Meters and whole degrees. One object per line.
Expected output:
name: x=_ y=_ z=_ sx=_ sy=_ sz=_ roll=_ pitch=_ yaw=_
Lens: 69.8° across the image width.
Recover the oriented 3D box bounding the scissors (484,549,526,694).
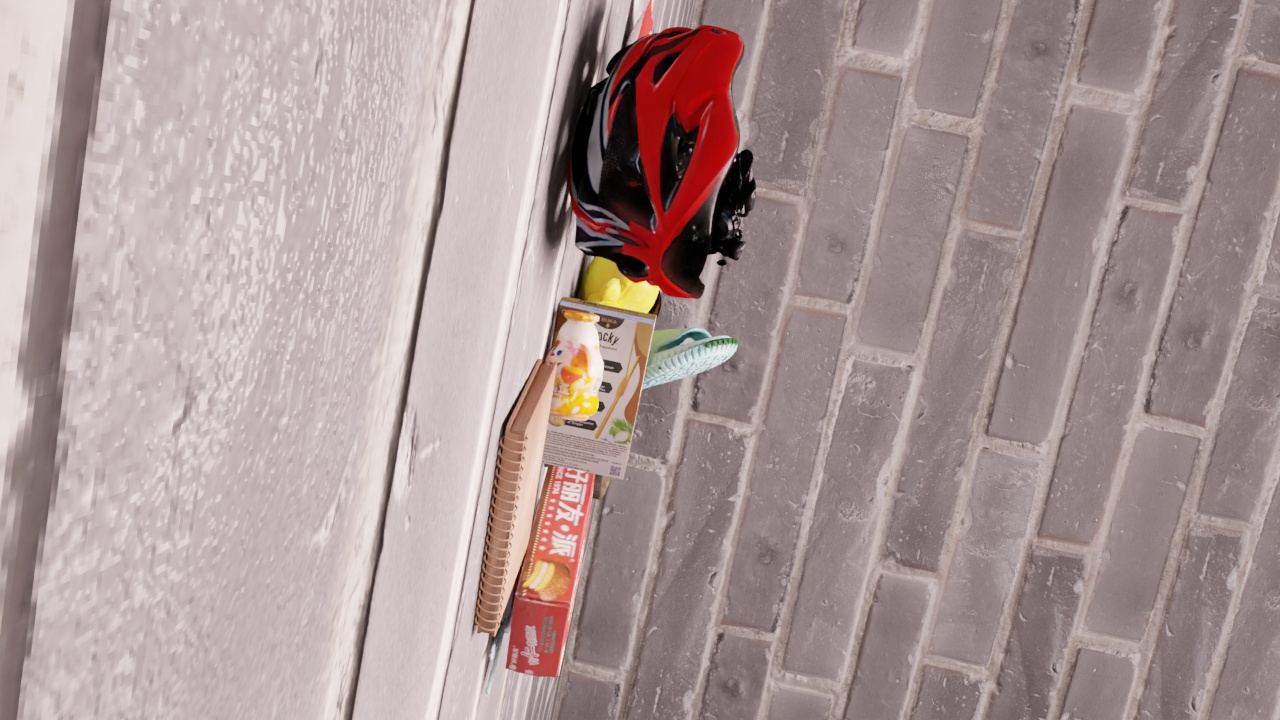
scissors: x=-0.145 y=0.279 z=1.012 sx=0.175 sy=0.013 sz=0.170 roll=101 pitch=0 yaw=-75

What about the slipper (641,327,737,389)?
slipper: x=-0.006 y=0.006 z=1.091 sx=0.277 sy=0.115 sz=0.069 roll=-25 pitch=-98 yaw=46

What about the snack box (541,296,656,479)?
snack box: x=-0.050 y=0.032 z=0.994 sx=0.031 sy=0.101 sz=0.186 roll=-75 pitch=177 yaw=-68

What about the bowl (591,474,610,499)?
bowl: x=-0.073 y=0.121 z=1.368 sx=0.162 sy=0.070 sz=0.162 roll=16 pitch=88 yaw=-85

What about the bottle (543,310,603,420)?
bottle: x=-0.067 y=0.005 z=0.930 sx=0.063 sy=0.063 sz=0.109 roll=-61 pitch=160 yaw=-86

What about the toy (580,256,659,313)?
toy: x=-0.037 y=-0.068 z=1.094 sx=0.134 sy=0.092 sz=0.207 roll=-57 pitch=-177 yaw=38

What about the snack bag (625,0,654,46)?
snack bag: x=-0.004 y=-0.340 z=1.093 sx=0.131 sy=0.039 sz=0.144 roll=94 pitch=7 yaw=-78

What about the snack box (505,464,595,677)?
snack box: x=-0.096 y=0.222 z=1.024 sx=0.235 sy=0.060 sz=0.113 roll=-82 pitch=-178 yaw=-59

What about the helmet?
helmet: x=0.024 y=-0.184 z=0.821 sx=0.218 sy=0.167 sz=0.271 roll=100 pitch=2 yaw=-47

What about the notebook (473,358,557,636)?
notebook: x=-0.114 y=0.124 z=0.842 sx=0.168 sy=0.022 sz=0.211 roll=-79 pitch=180 yaw=-68

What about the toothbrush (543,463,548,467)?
toothbrush: x=-0.098 y=0.049 z=1.114 sx=0.013 sy=0.013 sz=0.167 roll=-65 pitch=164 yaw=-85

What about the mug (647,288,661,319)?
mug: x=-0.027 y=-0.094 z=1.364 sx=0.124 sy=0.100 sz=0.094 roll=-36 pitch=-166 yaw=15
